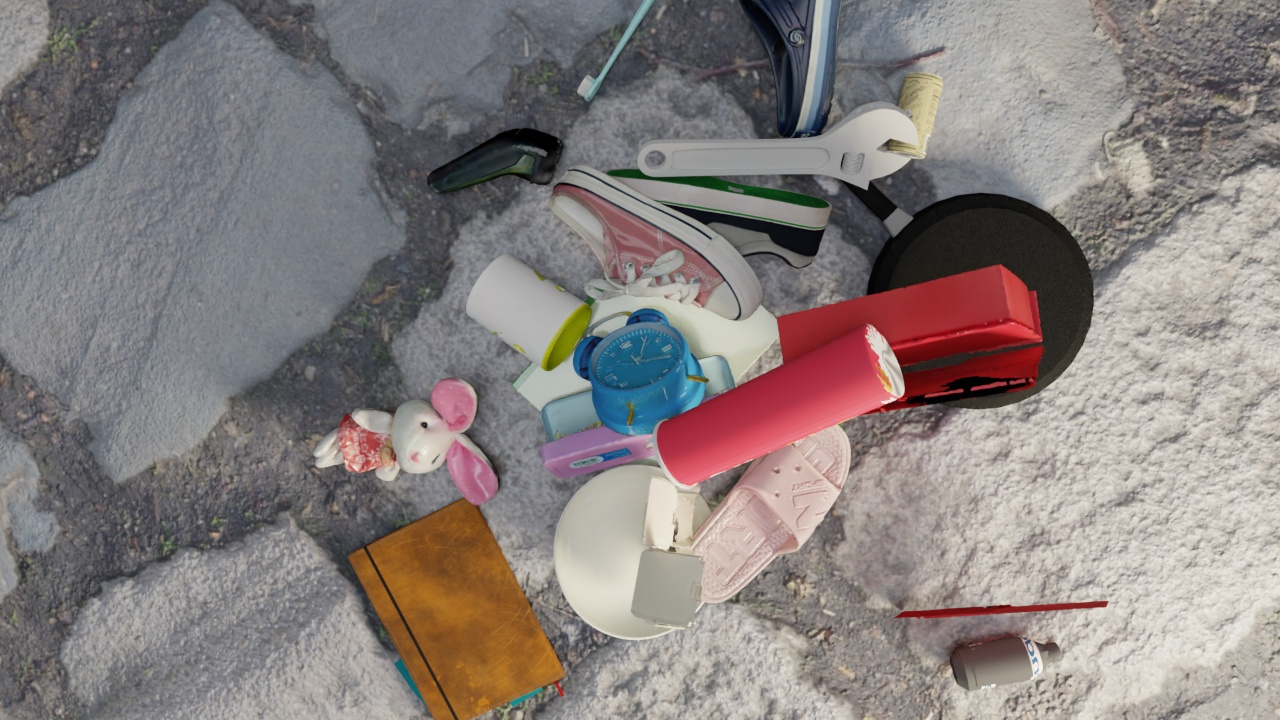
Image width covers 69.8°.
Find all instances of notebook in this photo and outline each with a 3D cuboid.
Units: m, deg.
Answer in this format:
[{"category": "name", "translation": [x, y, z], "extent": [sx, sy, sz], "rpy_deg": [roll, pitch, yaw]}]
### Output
[{"category": "notebook", "translation": [0.007, -0.004, 0.996], "extent": [0.182, 0.010, 0.253], "rpy_deg": [42, 99, 0]}, {"category": "notebook", "translation": [-0.214, 0.301, 1.050], "extent": [0.178, 0.014, 0.249], "rpy_deg": [-26, 93, 7]}]

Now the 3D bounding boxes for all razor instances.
[{"category": "razor", "translation": [-0.153, -0.203, 0.974], "extent": [0.151, 0.053, 0.067], "rpy_deg": [-17, 112, 13]}]

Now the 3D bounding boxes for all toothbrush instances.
[{"category": "toothbrush", "translation": [-0.010, -0.350, 0.956], "extent": [0.016, 0.016, 0.181], "rpy_deg": [37, 99, 9]}]

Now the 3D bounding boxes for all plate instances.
[{"category": "plate", "translation": [-0.006, 0.204, 0.986], "extent": [0.182, 0.034, 0.182], "rpy_deg": [2, 81, -15]}]

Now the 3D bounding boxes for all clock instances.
[{"category": "clock", "translation": [-0.006, 0.005, 0.933], "extent": [0.116, 0.161, 0.060], "rpy_deg": [-30, 134, -10]}]

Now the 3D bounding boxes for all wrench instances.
[{"category": "wrench", "translation": [0.133, -0.209, 0.895], "extent": [0.273, 0.018, 0.087], "rpy_deg": [-1, 130, -4]}]

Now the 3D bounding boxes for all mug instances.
[{"category": "mug", "translation": [-0.117, -0.050, 0.961], "extent": [0.106, 0.082, 0.082], "rpy_deg": [34, 98, 10]}]

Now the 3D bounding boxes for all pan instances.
[{"category": "pan", "translation": [0.303, -0.105, 0.945], "extent": [0.356, 0.034, 0.225], "rpy_deg": [45, 99, -1]}]

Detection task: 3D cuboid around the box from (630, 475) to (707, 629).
[{"category": "box", "translation": [0.019, 0.182, 0.880], "extent": [0.069, 0.192, 0.143], "rpy_deg": [8, 75, -8]}]

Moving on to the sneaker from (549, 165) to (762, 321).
[{"category": "sneaker", "translation": [0.009, -0.098, 0.915], "extent": [0.241, 0.118, 0.087], "rpy_deg": [31, 66, -5]}]

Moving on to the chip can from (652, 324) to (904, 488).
[{"category": "chip can", "translation": [0.118, 0.044, 0.811], "extent": [0.221, 0.069, 0.069], "rpy_deg": [-28, 93, 30]}]

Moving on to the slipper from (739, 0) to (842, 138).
[{"category": "slipper", "translation": [0.146, -0.345, 0.895], "extent": [0.095, 0.105, 0.253], "rpy_deg": [-1, 99, -2]}]

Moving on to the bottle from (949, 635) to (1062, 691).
[{"category": "bottle", "translation": [0.389, 0.321, 0.978], "extent": [0.112, 0.047, 0.047], "rpy_deg": [-13, 95, 6]}]

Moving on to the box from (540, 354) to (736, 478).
[{"category": "box", "translation": [0.002, 0.067, 0.968], "extent": [0.214, 0.096, 0.077], "rpy_deg": [-16, 129, 7]}]

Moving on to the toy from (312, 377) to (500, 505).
[{"category": "toy", "translation": [-0.257, 0.087, 0.997], "extent": [0.194, 0.084, 0.159], "rpy_deg": [-2, 119, 5]}]

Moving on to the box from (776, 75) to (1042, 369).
[{"category": "box", "translation": [0.251, -0.130, 0.889], "extent": [0.214, 0.153, 0.324], "rpy_deg": [-12, 64, 31]}]

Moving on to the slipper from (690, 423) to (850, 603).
[{"category": "slipper", "translation": [0.136, 0.158, 0.958], "extent": [0.094, 0.064, 0.239], "rpy_deg": [43, 86, -2]}]

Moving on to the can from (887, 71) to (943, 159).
[{"category": "can", "translation": [0.278, -0.247, 0.928], "extent": [0.038, 0.038, 0.079], "rpy_deg": [12, 97, 4]}]

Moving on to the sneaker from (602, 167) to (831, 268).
[{"category": "sneaker", "translation": [0.070, -0.145, 0.943], "extent": [0.235, 0.084, 0.079], "rpy_deg": [13, 114, 5]}]
